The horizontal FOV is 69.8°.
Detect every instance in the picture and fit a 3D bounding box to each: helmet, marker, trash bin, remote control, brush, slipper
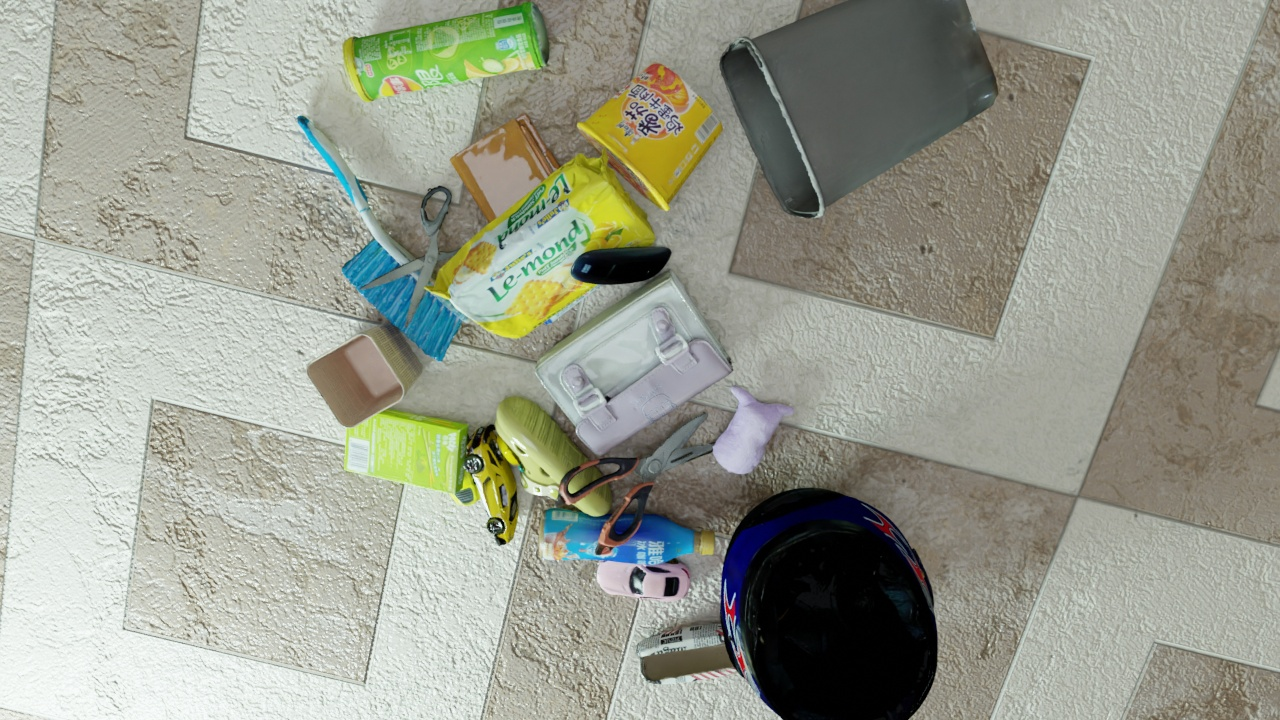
[{"bbox_3d":[0.205,0.267,1.065,0.247,0.240,0.315,-21,110,3],"label":"helmet"},{"bbox_3d":[-0.060,-0.090,1.107,0.146,0.017,0.017,-36,100,9],"label":"marker"},{"bbox_3d":[0.226,-0.288,0.970,0.220,0.199,0.198,-27,101,1],"label":"trash bin"},{"bbox_3d":[-0.018,-0.107,1.055,0.024,0.136,0.053,60,138,27],"label":"remote control"},{"bbox_3d":[-0.319,-0.142,1.089,0.314,0.060,0.109,43,95,-6],"label":"brush"},{"bbox_3d":[-0.117,0.131,1.127,0.082,0.091,0.190,-42,102,12],"label":"slipper"}]

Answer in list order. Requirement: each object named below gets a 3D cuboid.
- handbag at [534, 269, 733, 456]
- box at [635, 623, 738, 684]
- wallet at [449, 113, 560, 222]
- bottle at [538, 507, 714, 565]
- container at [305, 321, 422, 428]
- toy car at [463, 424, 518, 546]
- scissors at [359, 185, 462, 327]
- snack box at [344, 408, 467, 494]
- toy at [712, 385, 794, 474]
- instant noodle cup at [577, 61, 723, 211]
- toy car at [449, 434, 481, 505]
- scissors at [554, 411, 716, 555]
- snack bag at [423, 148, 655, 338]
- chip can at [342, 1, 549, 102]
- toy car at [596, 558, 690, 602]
[{"bbox_3d":[-0.007,0.006,1.092,0.197,0.098,0.145,-34,106,9],"label":"handbag"},{"bbox_3d":[0.073,0.362,1.187,0.163,0.074,0.081,-11,113,6],"label":"box"},{"bbox_3d":[-0.145,-0.207,1.074,0.108,0.031,0.132,-31,98,7],"label":"wallet"},{"bbox_3d":[-0.016,0.224,1.156,0.218,0.065,0.065,3,103,0],"label":"bottle"},{"bbox_3d":[-0.321,0.011,1.091,0.090,0.110,0.090,-29,101,8],"label":"container"},{"bbox_3d":[-0.179,0.155,1.142,0.041,0.071,0.156,-12,105,8],"label":"toy car"},{"bbox_3d":[-0.243,-0.124,1.071,0.180,0.014,0.159,-12,84,-21],"label":"scissors"},{"bbox_3d":[-0.292,0.109,1.139,0.156,0.026,0.086,9,103,14],"label":"snack box"},{"bbox_3d":[0.129,0.090,1.132,0.084,0.039,0.108,24,105,-4],"label":"toy"},{"bbox_3d":[0.016,-0.252,1.012,0.138,0.138,0.110,42,93,-8],"label":"instant noodle cup"},{"bbox_3d":[-0.231,0.134,1.158,0.048,0.032,0.105,-17,101,6],"label":"toy car"},{"bbox_3d":[-0.002,0.143,1.114,0.189,0.015,0.221,20,87,-24],"label":"scissors"},{"bbox_3d":[-0.107,-0.125,1.039,0.247,0.158,0.068,-36,63,8],"label":"snack bag"},{"bbox_3d":[-0.213,-0.344,1.024,0.221,0.072,0.072,-9,103,5],"label":"chip can"},{"bbox_3d":[0.003,0.281,1.184,0.122,0.037,0.056,6,102,1],"label":"toy car"}]
